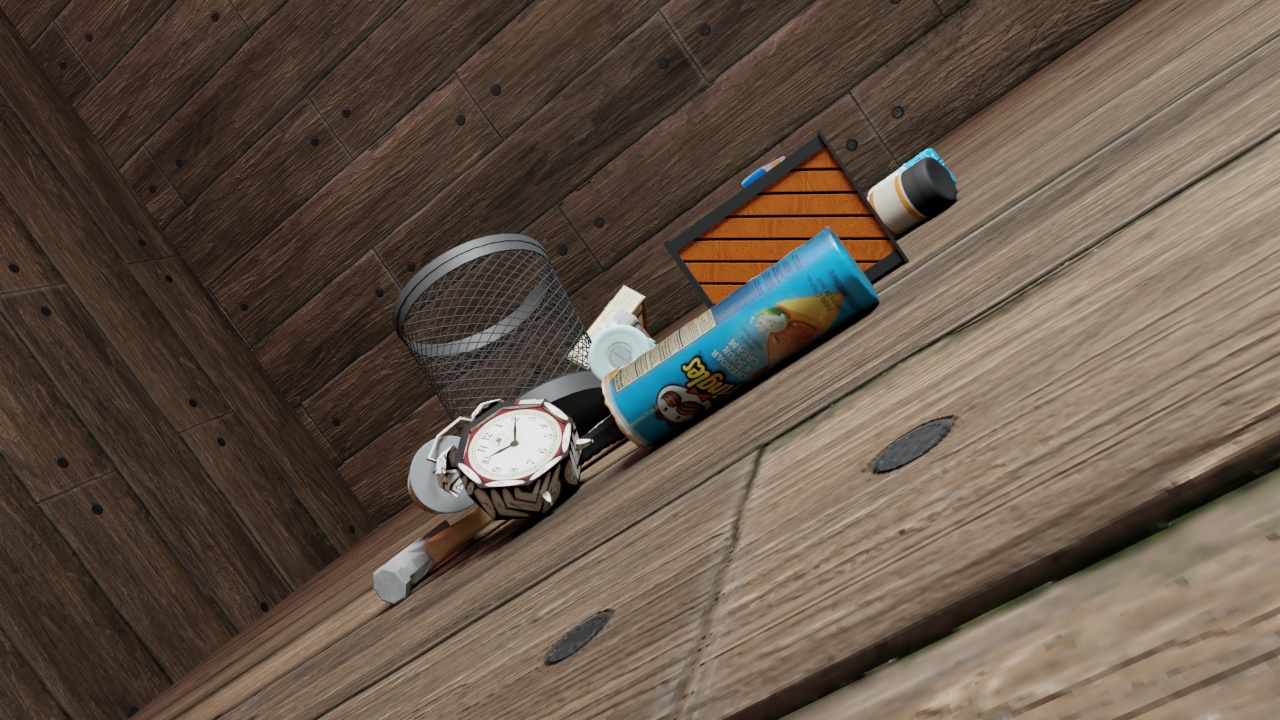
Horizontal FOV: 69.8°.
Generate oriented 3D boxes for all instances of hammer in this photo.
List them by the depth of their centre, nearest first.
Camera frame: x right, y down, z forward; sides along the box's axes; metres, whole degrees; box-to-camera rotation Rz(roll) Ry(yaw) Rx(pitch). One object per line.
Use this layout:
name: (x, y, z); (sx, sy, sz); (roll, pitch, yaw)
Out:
hammer: (-0.131, 0.141, 0.966); (0.328, 0.039, 0.131); (-34, 1, 8)

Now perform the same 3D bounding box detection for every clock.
clock: (-0.127, 0.093, 0.862); (0.155, 0.065, 0.114); (11, 47, 25)

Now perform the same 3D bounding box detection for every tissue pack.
tissue pack: (0.335, -0.211, 1.127); (0.093, 0.061, 0.144); (-36, -1, 22)

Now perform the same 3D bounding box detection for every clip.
clip: (-0.043, 0.073, 1.045); (0.101, 0.050, 0.058); (-37, -9, -24)

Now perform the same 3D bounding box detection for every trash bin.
trash bin: (0.143, -0.112, 0.897); (0.172, 0.139, 0.139); (-34, 3, 16)
trash bin: (-0.161, 0.000, 1.147); (0.217, 0.227, 0.218); (-27, -22, -13)

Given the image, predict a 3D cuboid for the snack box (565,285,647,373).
snack box: (-0.044, -0.013, 1.336); (0.143, 0.041, 0.147); (-54, -19, -23)

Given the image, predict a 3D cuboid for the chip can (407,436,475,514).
chip can: (-0.213, 0.128, 0.993); (0.075, 0.075, 0.215); (-36, 1, -17)

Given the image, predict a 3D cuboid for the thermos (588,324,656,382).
thermos: (-0.006, 0.006, 1.002); (0.065, 0.078, 0.207); (1, -5, 8)

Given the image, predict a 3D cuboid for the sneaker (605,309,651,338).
sneaker: (0.001, 0.002, 1.264); (0.118, 0.088, 0.241); (-59, -17, -4)

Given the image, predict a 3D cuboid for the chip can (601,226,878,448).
chip can: (0.077, -0.016, 0.750); (0.230, 0.080, 0.079); (-34, 3, 19)

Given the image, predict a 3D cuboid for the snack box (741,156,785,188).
snack box: (0.177, -0.149, 1.007); (0.034, 0.151, 0.087); (-34, 3, 31)

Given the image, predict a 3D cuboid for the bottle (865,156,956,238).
bottle: (0.270, -0.160, 1.055); (0.182, 0.059, 0.059); (-33, 3, 42)
